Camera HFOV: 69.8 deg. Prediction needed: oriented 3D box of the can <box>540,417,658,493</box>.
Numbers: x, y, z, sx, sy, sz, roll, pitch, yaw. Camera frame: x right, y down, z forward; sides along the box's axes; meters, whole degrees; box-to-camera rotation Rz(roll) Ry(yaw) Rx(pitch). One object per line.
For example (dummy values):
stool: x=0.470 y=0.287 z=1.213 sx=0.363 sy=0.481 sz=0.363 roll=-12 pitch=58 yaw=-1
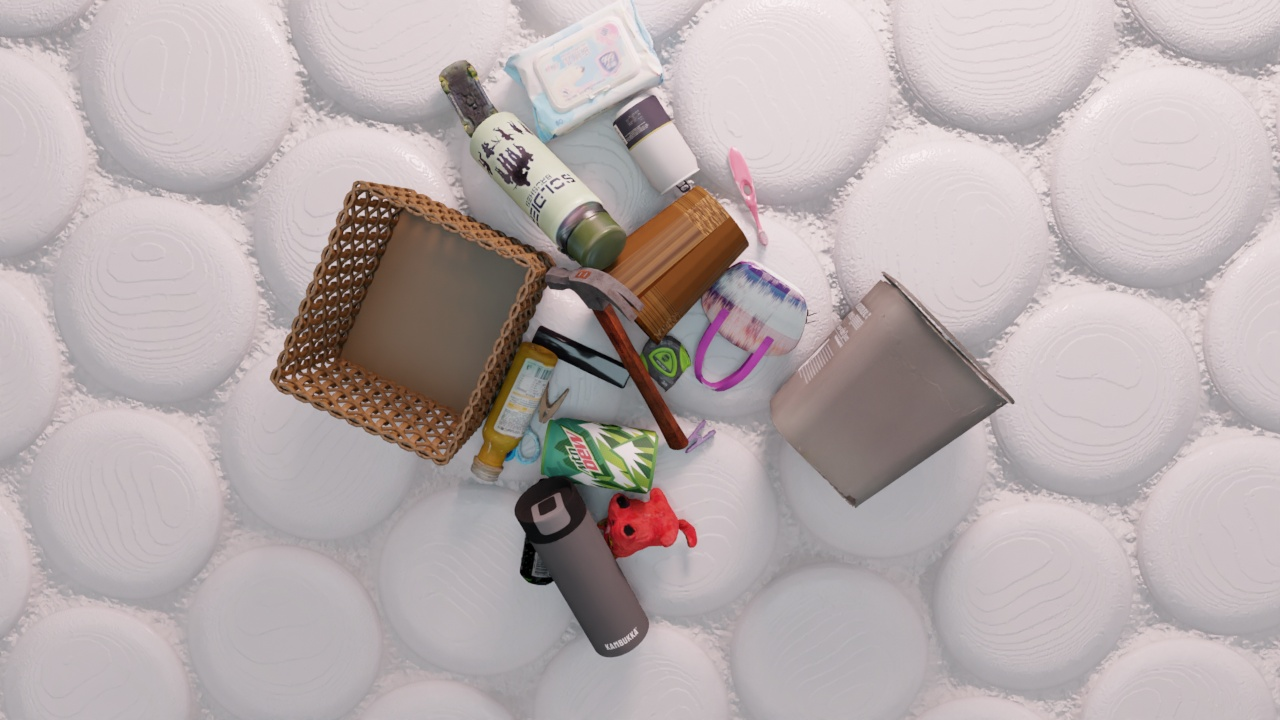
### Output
can: x=-0.053 y=0.123 z=1.194 sx=0.144 sy=0.083 sz=0.083 roll=8 pitch=98 yaw=0

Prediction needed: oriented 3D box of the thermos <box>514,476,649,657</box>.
thermos: x=-0.073 y=0.268 z=1.182 sx=0.082 sy=0.082 sz=0.240 roll=-24 pitch=114 yaw=4

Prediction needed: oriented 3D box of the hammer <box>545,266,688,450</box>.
hammer: x=-0.007 y=0.007 z=1.129 sx=0.028 sy=0.111 sz=0.301 roll=-53 pitch=133 yaw=-28

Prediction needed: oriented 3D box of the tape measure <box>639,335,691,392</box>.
tape measure: x=0.032 y=-0.003 z=1.199 sx=0.059 sy=0.035 sz=0.065 roll=-42 pitch=99 yaw=16

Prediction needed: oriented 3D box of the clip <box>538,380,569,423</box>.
clip: x=-0.115 y=0.057 z=1.217 sx=0.039 sy=0.024 sz=0.060 roll=10 pitch=108 yaw=2

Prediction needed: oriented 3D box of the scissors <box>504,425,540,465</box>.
scissors: x=-0.159 y=0.073 z=1.225 sx=0.066 sy=0.015 sz=0.135 roll=11 pitch=101 yaw=4

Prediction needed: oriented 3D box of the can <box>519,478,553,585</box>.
can: x=-0.127 y=0.229 z=1.226 sx=0.054 sy=0.054 sz=0.138 roll=10 pitch=98 yaw=0

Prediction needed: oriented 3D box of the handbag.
handbag: x=0.131 y=-0.036 z=1.183 sx=0.144 sy=0.068 sz=0.170 roll=32 pitch=104 yaw=-3

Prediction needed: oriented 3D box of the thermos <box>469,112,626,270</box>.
thermos: x=-0.111 y=-0.198 z=1.104 sx=0.082 sy=0.082 sz=0.231 roll=-46 pitch=68 yaw=7

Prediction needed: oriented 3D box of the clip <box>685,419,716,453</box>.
clip: x=0.081 y=0.105 z=1.225 sx=0.041 sy=0.014 sz=0.052 roll=24 pitch=95 yaw=-5

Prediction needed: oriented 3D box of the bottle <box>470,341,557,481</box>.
bottle: x=-0.168 y=0.069 z=1.193 sx=0.053 sy=0.053 sz=0.186 roll=25 pitch=100 yaw=-3

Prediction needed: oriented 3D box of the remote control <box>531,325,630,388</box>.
remote control: x=-0.078 y=-0.004 z=1.209 sx=0.136 sy=0.015 sz=0.032 roll=25 pitch=98 yaw=-3

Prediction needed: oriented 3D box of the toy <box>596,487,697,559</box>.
toy: x=0.009 y=0.226 z=1.229 sx=0.132 sy=0.088 sz=0.094 roll=12 pitch=137 yaw=-21

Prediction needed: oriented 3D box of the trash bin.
trash bin: x=0.292 y=0.041 z=1.129 sx=0.197 sy=0.197 sz=0.220 roll=45 pitch=103 yaw=-4

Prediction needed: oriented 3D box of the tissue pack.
tissue pack: x=-0.069 y=-0.356 z=1.130 sx=0.182 sy=0.070 sz=0.112 roll=-26 pitch=98 yaw=5

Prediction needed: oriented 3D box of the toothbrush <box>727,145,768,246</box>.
toothbrush: x=0.139 y=-0.210 z=1.174 sx=0.021 sy=0.016 sz=0.135 roll=-20 pitch=98 yaw=4

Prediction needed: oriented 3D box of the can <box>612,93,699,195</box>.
can: x=0.023 y=-0.264 z=1.145 sx=0.064 sy=0.064 sz=0.127 roll=-33 pitch=96 yaw=5

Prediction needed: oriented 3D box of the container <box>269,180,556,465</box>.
container: x=-0.259 y=-0.052 z=1.106 sx=0.219 sy=0.214 sz=0.252 roll=25 pitch=98 yaw=-3

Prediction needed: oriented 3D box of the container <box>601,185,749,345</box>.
container: x=0.039 y=-0.123 z=1.139 sx=0.167 sy=0.132 sz=0.132 roll=-42 pitch=95 yaw=1

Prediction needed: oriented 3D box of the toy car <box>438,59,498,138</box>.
toy car: x=-0.211 y=-0.325 z=1.157 sx=0.048 sy=0.033 sz=0.105 roll=-28 pitch=92 yaw=7
